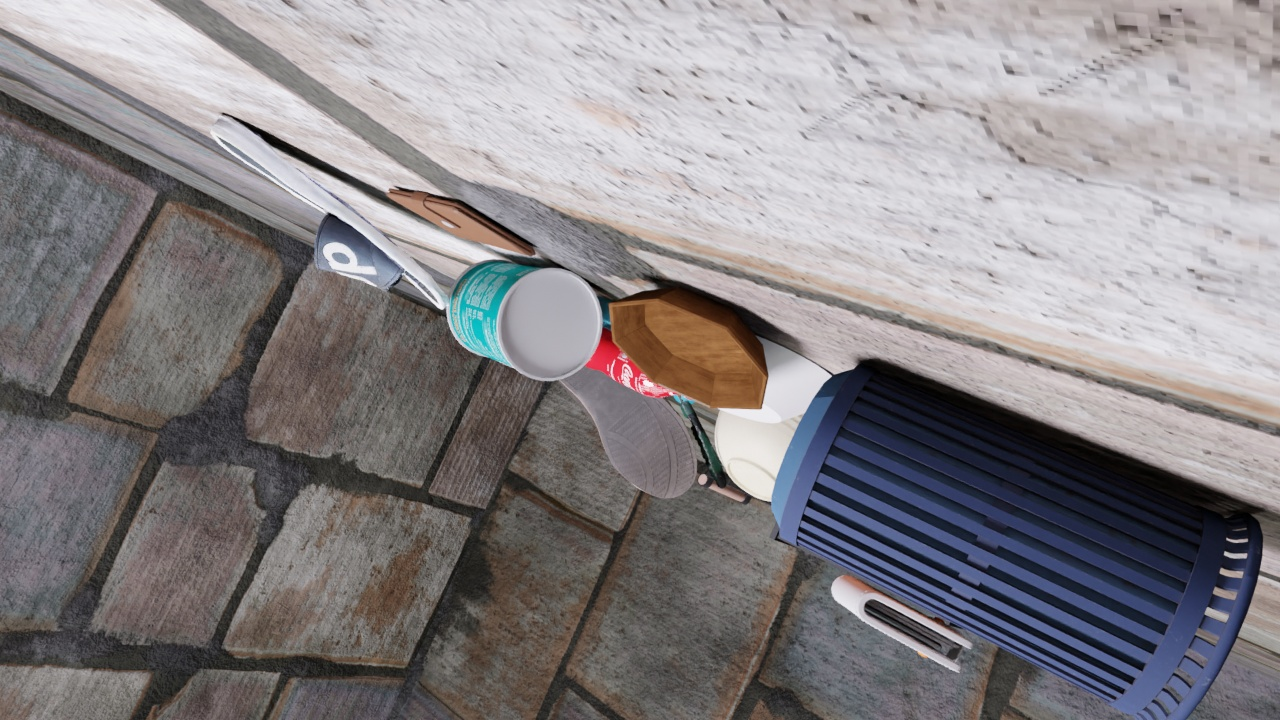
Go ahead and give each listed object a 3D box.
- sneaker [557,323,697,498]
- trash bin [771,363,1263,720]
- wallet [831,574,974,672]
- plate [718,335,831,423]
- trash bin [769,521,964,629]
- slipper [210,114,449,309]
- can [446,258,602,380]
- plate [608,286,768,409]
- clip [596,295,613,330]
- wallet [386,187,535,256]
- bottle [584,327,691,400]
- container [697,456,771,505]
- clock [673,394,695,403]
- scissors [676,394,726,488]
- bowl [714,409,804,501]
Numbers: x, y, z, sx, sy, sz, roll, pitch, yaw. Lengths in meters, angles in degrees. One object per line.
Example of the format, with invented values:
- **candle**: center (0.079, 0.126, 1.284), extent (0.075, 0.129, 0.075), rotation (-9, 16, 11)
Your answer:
- **sneaker**: center (-0.017, 0.048, 1.040), extent (0.235, 0.095, 0.119), rotation (47, -171, 3)
- **trash bin**: center (0.215, 0.104, 0.570), extent (0.250, 0.139, 0.139), rotation (25, 176, 21)
- **wallet**: center (0.240, 0.242, 0.864), extent (0.118, 0.037, 0.115), rotation (28, 176, -2)
- **plate**: center (0.079, 0.017, 0.765), extent (0.174, 0.036, 0.174), rotation (21, 168, 4)
- **trash bin**: center (0.247, 0.146, 0.856), extent (0.172, 0.139, 0.139), rotation (22, 175, 34)
- **slipper**: center (-0.297, -0.123, 0.865), extent (0.264, 0.063, 0.111), rotation (41, 171, -12)
- **can**: center (-0.112, -0.042, 0.863), extent (0.099, 0.099, 0.144), rotation (27, 175, -30)
- **plate**: center (0.038, -0.012, 0.666), extent (0.131, 0.025, 0.131), rotation (25, 155, 12)
- **clip**: center (-0.001, -0.033, 0.864), extent (0.130, 0.030, 0.120), rotation (21, 170, 40)
- **wallet**: center (-0.152, -0.115, 0.771), extent (0.087, 0.013, 0.121), rotation (29, 174, -42)
- **bottle**: center (-0.005, 0.005, 0.861), extent (0.142, 0.042, 0.042), rotation (25, 177, 33)
- **container**: center (0.213, 0.153, 1.182), extent (0.242, 0.130, 0.162), rotation (20, 174, 45)
- **clock**: center (0.041, 0.025, 1.215), extent (0.099, 0.044, 0.129), rotation (24, -177, 14)
- **scissors**: center (0.044, 0.048, 1.011), extent (0.206, 0.015, 0.202), rotation (65, 174, -13)
- **bowl**: center (0.138, 0.100, 0.976), extent (0.151, 0.075, 0.151), rotation (30, 153, 16)
